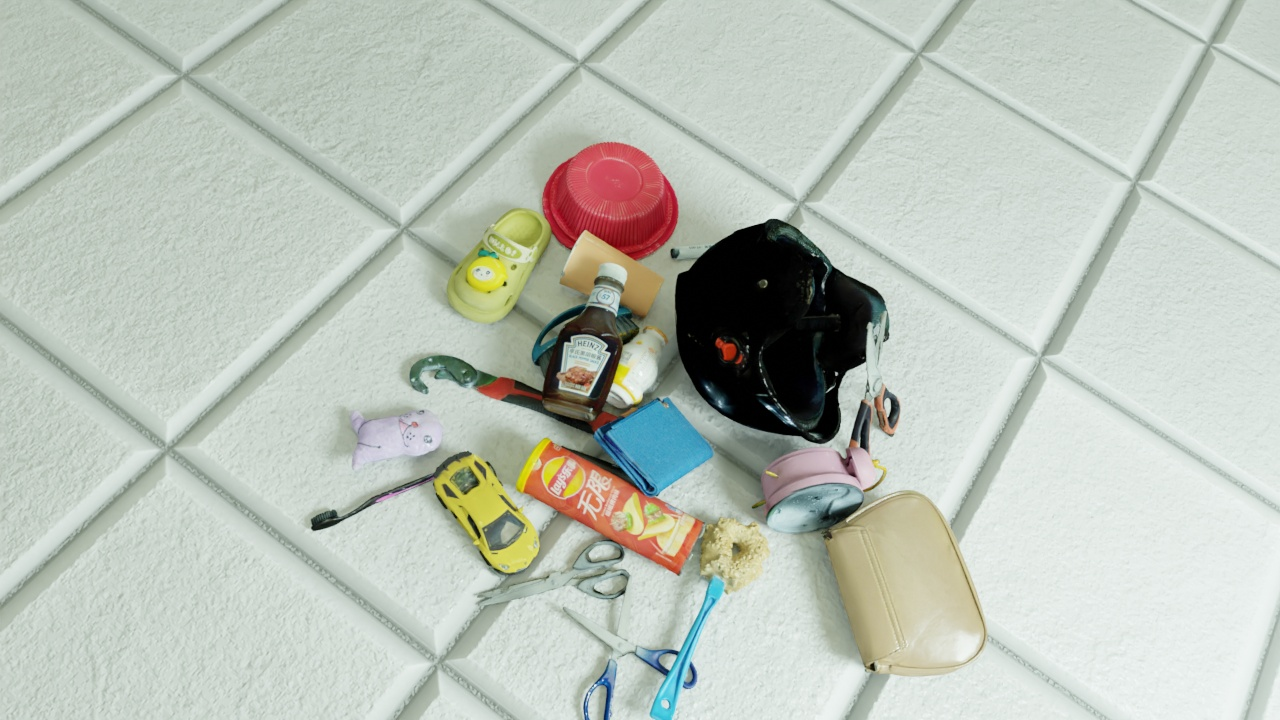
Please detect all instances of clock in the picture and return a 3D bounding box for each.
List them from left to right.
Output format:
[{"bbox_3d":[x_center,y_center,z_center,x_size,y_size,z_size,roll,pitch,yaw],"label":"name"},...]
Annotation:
[{"bbox_3d":[0.217,0.150,1.086,0.158,0.117,0.059,-5,53,-9],"label":"clock"}]

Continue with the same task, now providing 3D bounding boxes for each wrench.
[{"bbox_3d":[-0.151,0.046,1.134,0.273,0.016,0.056,16,62,-1],"label":"wrench"}]

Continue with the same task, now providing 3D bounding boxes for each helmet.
[{"bbox_3d":[0.156,-0.031,1.106,0.233,0.231,0.274,13,71,-50],"label":"helmet"}]

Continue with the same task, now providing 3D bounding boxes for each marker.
[{"bbox_3d":[-0.037,0.134,1.106,0.132,0.020,0.022,19,79,2],"label":"marker"},{"bbox_3d":[0.105,-0.156,1.275,0.130,0.018,0.022,-6,56,-12],"label":"marker"}]

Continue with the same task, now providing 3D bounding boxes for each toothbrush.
[{"bbox_3d":[-0.289,0.152,1.062,0.189,0.014,0.017,-23,55,-20],"label":"toothbrush"}]

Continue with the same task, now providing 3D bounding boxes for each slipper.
[{"bbox_3d":[-0.182,-0.138,1.187,0.091,0.082,0.190,25,60,7],"label":"slipper"}]

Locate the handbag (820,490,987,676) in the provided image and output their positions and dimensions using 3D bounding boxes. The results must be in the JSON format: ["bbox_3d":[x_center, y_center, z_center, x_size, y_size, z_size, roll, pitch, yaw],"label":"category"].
[{"bbox_3d":[0.300,0.260,1.056,0.147,0.100,0.204,-11,66,-6],"label":"handbag"}]

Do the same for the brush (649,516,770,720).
[{"bbox_3d":[0.073,0.285,1.030,0.083,0.046,0.254,30,61,-1],"label":"brush"}]

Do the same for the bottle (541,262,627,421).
[{"bbox_3d":[-0.059,-0.026,1.107,0.080,0.044,0.194,14,70,6],"label":"bottle"}]

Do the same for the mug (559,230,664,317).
[{"bbox_3d":[-0.035,-0.108,1.200,0.123,0.078,0.078,27,63,0],"label":"mug"}]

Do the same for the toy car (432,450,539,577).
[{"bbox_3d":[-0.175,0.175,1.053,0.071,0.041,0.156,-34,75,-21],"label":"toy car"}]

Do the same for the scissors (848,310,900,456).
[{"bbox_3d":[0.286,0.041,1.113,0.015,0.215,0.196,24,91,38],"label":"scissors"}]

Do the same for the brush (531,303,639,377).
[{"bbox_3d":[-0.075,-0.033,1.164,0.143,0.055,0.073,-26,72,-19],"label":"brush"}]

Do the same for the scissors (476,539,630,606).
[{"bbox_3d":[-0.098,0.244,1.047,0.174,0.014,0.136,19,64,3],"label":"scissors"}]

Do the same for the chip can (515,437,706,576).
[{"bbox_3d":[-0.034,0.168,1.061,0.216,0.073,0.073,27,63,4],"label":"chip can"}]

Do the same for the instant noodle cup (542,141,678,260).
[{"bbox_3d":[-0.038,-0.230,1.264,0.194,0.066,0.193,3,64,-7],"label":"instant noodle cup"}]

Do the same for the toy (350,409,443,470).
[{"bbox_3d":[-0.287,0.087,1.081,0.108,0.039,0.083,-9,54,-12],"label":"toy"}]

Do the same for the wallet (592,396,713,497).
[{"bbox_3d":[0.017,0.100,1.095,0.106,0.040,0.132,46,35,14],"label":"wallet"}]

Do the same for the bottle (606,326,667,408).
[{"bbox_3d":[-0.007,0.007,1.150,0.063,0.063,0.108,31,64,7],"label":"bottle"}]

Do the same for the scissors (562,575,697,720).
[{"bbox_3d":[-0.014,0.325,1.013,0.162,0.012,0.172,13,67,-6],"label":"scissors"}]
